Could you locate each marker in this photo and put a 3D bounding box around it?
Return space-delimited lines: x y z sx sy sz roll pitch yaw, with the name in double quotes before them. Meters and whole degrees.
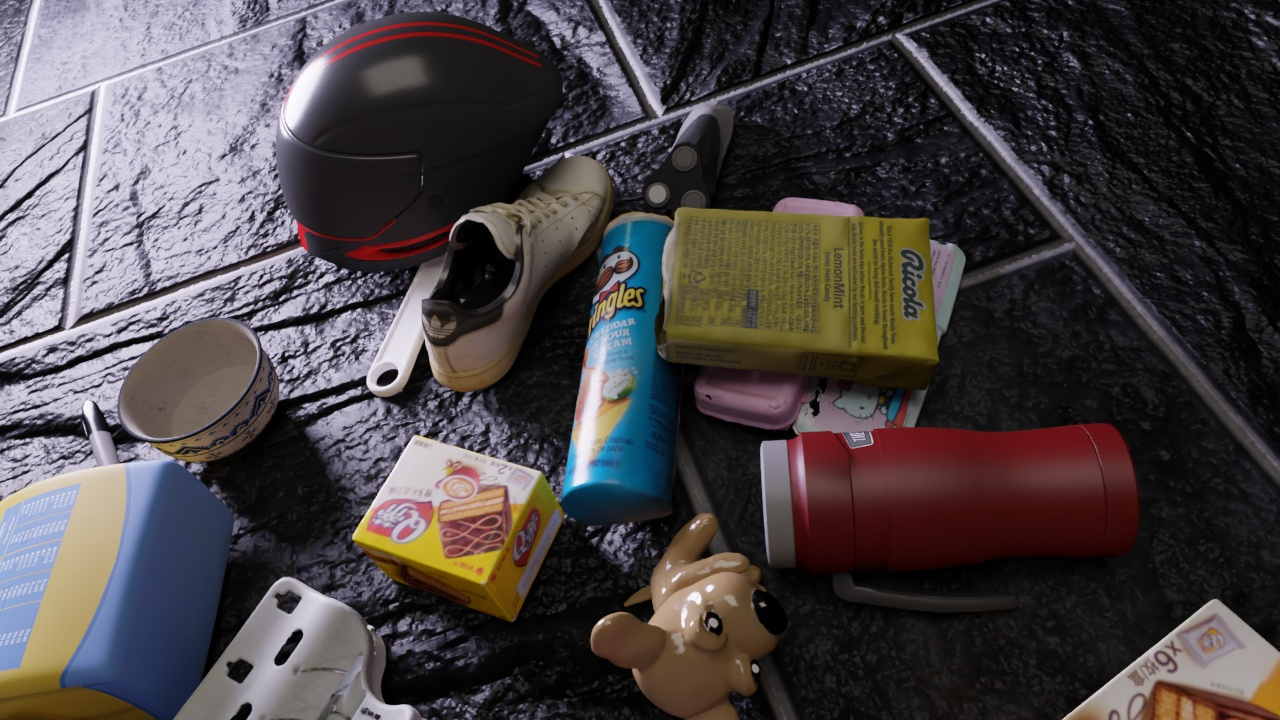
"marker" -0.430 0.079 0.735 0.022 0.016 0.138 -51 54 14

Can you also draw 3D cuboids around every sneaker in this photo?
"sneaker" -0.103 -0.095 0.725 0.089 0.102 0.240 14 58 23

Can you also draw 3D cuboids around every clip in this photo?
"clip" -0.193 0.218 0.557 0.151 0.092 0.125 24 64 12

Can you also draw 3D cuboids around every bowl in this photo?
"bowl" -0.336 0.030 0.718 0.115 0.059 0.115 -7 53 9

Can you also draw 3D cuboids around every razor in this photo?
"razor" 0.048 -0.177 0.783 0.057 0.060 0.155 14 38 9

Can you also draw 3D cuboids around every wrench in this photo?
"wrench" -0.174 -0.085 0.791 0.066 0.018 0.272 4 56 17

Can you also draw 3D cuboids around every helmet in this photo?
"helmet" -0.191 -0.191 0.752 0.265 0.170 0.164 -19 54 1

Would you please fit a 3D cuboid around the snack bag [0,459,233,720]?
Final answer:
"snack bag" -0.395 0.164 0.603 0.205 0.102 0.158 -10 51 4

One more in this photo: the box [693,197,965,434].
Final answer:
"box" 0.137 -0.030 0.656 0.155 0.045 0.200 14 59 22

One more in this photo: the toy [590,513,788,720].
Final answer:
"toy" 0.032 0.150 0.524 0.106 0.134 0.108 -32 22 16

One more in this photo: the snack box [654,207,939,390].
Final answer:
"snack box" 0.103 -0.045 0.618 0.181 0.045 0.121 4 57 4

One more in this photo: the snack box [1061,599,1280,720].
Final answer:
"snack box" 0.228 0.228 0.431 0.230 0.062 0.110 -32 54 -11

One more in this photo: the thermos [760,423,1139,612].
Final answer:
"thermos" 0.173 0.092 0.539 0.199 0.084 0.108 -4 87 9

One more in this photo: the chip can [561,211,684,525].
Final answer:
"chip can" -0.004 0.004 0.644 0.080 0.080 0.229 -2 55 13

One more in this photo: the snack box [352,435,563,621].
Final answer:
"snack box" -0.118 0.109 0.604 0.106 0.061 0.083 12 58 22
